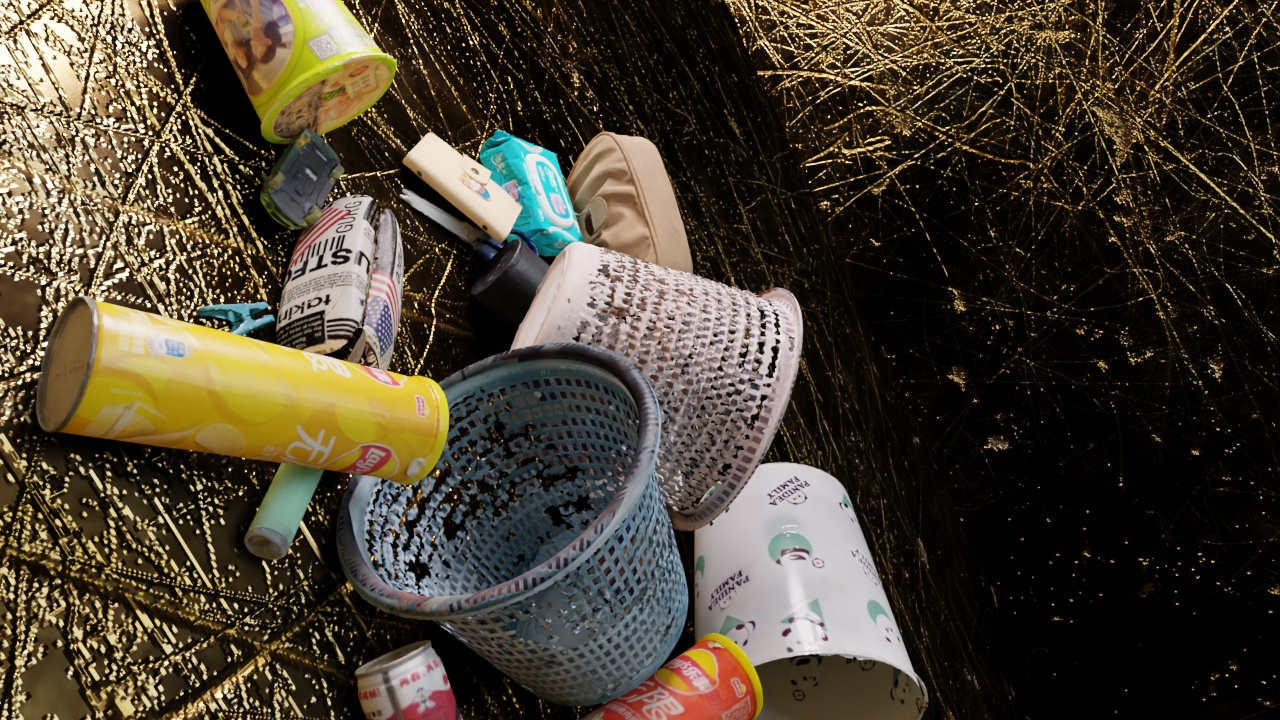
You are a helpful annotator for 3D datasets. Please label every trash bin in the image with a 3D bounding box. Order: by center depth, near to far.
[{"bbox_3d":[-0.064,0.133,0.649,0.226,0.227,0.195,-84,156,-48],"label":"trash bin"},{"bbox_3d":[-0.003,0.005,0.775,0.192,0.228,0.226,24,39,-14],"label":"trash bin"},{"bbox_3d":[0.159,0.262,0.979,0.229,0.230,0.251,49,24,-35],"label":"trash bin"}]

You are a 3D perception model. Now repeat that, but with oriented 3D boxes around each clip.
[{"bbox_3d":[-0.259,-0.025,0.590,0.039,0.014,0.055,67,25,-2],"label":"clip"}]

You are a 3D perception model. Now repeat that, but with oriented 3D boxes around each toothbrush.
[{"bbox_3d":[-0.211,0.038,0.619,0.027,0.027,0.224,24,39,-15],"label":"toothbrush"}]

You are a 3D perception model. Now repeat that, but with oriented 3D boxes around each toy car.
[{"bbox_3d":[-0.250,-0.132,0.672,0.043,0.036,0.091,51,27,-35],"label":"toy car"}]

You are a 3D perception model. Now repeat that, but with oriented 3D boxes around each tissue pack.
[{"bbox_3d":[-0.115,-0.176,0.982,0.093,0.050,0.133,-2,71,-64],"label":"tissue pack"}]

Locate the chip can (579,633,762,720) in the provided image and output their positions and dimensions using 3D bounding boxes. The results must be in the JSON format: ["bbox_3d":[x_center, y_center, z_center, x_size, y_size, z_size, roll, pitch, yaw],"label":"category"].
[{"bbox_3d":[-0.009,0.277,0.655,0.216,0.073,0.073,-22,89,-36],"label":"chip can"}]

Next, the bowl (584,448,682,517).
[{"bbox_3d":[0.001,0.125,0.942,0.116,0.066,0.116,46,31,-39],"label":"bowl"}]

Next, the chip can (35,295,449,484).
[{"bbox_3d":[-0.215,0.023,0.526,0.213,0.072,0.072,19,52,-47],"label":"chip can"}]

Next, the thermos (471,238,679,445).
[{"bbox_3d":[-0.052,-0.007,0.884,0.242,0.069,0.089,41,46,-23],"label":"thermos"}]

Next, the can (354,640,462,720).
[{"bbox_3d":[-0.131,0.246,0.569,0.053,0.053,0.132,-13,81,-66],"label":"can"}]

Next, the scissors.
[{"bbox_3d":[-0.157,-0.128,0.874,0.175,0.012,0.107,56,49,-33],"label":"scissors"}]

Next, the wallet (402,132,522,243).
[{"bbox_3d":[-0.164,-0.168,0.872,0.115,0.024,0.087,38,25,-16],"label":"wallet"}]

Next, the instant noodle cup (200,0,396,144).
[{"bbox_3d":[-0.260,-0.243,0.675,0.123,0.112,0.111,58,24,-3],"label":"instant noodle cup"}]

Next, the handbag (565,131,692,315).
[{"bbox_3d":[-0.028,-0.148,1.034,0.099,0.148,0.204,-4,71,-44],"label":"handbag"}]

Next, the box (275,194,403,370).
[{"bbox_3d":[-0.199,-0.047,0.656,0.162,0.076,0.088,-100,162,-46],"label":"box"}]

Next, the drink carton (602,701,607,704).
[{"bbox_3d":[0.027,0.305,0.763,0.053,0.123,0.045,-87,155,-42],"label":"drink carton"}]
